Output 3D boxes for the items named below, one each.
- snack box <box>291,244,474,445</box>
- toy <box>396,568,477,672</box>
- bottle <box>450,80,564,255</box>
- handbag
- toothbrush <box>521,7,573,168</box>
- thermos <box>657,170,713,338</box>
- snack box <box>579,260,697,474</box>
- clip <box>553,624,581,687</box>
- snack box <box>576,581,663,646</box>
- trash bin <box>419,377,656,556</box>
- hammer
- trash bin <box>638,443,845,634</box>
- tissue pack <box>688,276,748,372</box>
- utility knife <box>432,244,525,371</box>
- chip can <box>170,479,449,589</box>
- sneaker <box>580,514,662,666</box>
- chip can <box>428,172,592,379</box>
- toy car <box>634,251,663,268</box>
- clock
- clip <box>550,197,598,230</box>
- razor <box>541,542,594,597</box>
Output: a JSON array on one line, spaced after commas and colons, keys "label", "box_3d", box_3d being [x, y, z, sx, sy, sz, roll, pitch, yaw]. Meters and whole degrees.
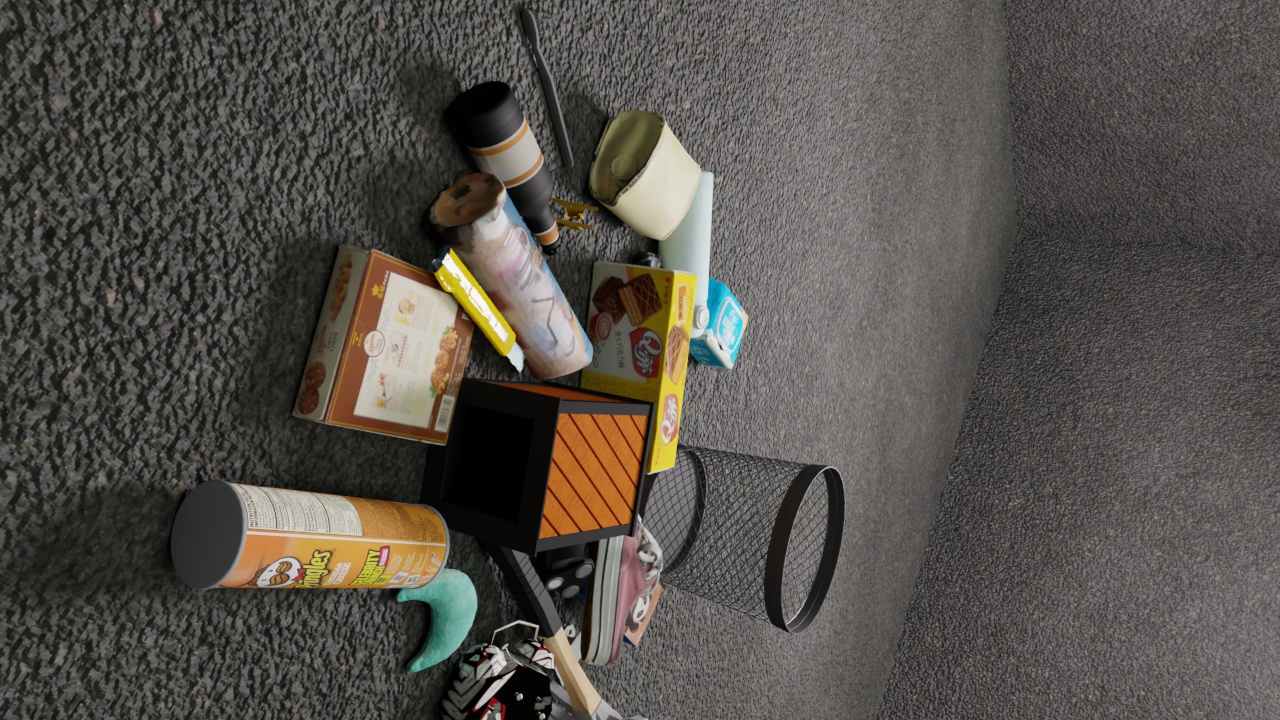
[{"label": "snack box", "box_3d": [-0.209, -0.009, 0.779, 0.147, 0.041, 0.143, 22, 80, -59]}, {"label": "toy", "box_3d": [-0.196, 0.244, 0.890, 0.084, 0.033, 0.105, -26, 122, -41]}, {"label": "bottle", "box_3d": [-0.115, -0.172, 0.871, 0.059, 0.059, 0.182, -60, 144, -30]}, {"label": "handbag", "box_3d": [0.003, -0.210, 1.043, 0.119, 0.081, 0.111, 34, 77, -59]}, {"label": "toothbrush", "box_3d": [-0.092, -0.271, 0.926, 0.013, 0.013, 0.167, -58, 144, -46]}, {"label": "thermos", "box_3d": [0.055, -0.133, 1.154, 0.065, 0.078, 0.207, -7, 103, -46]}, {"label": "snack box", "box_3d": [-0.006, 0.006, 1.056, 0.061, 0.110, 0.230, -3, 102, -60]}, {"label": "clip", "box_3d": [-0.080, 0.350, 1.107, 0.058, 0.050, 0.102, -41, 135, -30]}, {"label": "snack box", "box_3d": [-0.024, 0.300, 1.190, 0.087, 0.034, 0.151, -62, 144, -27]}, {"label": "trash bin", "box_3d": [-0.097, 0.096, 0.901, 0.171, 0.140, 0.139, 7, 93, -60]}, {"label": "hammer", "box_3d": [-0.096, 0.306, 1.011, 0.039, 0.131, 0.328, -48, 128, -42]}, {"label": "trash bin", "box_3d": [0.127, 0.226, 1.231, 0.217, 0.228, 0.218, -25, 119, -55]}, {"label": "tissue pack", "box_3d": [0.099, -0.049, 1.265, 0.144, 0.062, 0.092, 41, 64, -55]}, {"label": "utility knife", "box_3d": [-0.141, -0.041, 0.826, 0.030, 0.017, 0.179, -63, 146, -23]}, {"label": "chip can", "box_3d": [-0.249, 0.142, 0.723, 0.215, 0.075, 0.075, 24, 78, -59]}, {"label": "sneaker", "box_3d": [-0.016, 0.238, 1.085, 0.118, 0.087, 0.241, 148, -52, -75]}, {"label": "chip can", "box_3d": [-0.117, -0.069, 0.882, 0.079, 0.080, 0.230, -61, 144, -29]}, {"label": "toy car", "box_3d": [0.003, -0.077, 1.122, 0.046, 0.034, 0.112, 3, 95, -60]}, {"label": "clock", "box_3d": [-0.139, 0.344, 0.948, 0.114, 0.065, 0.155, 9, 98, -44]}, {"label": "clip", "box_3d": [-0.072, -0.148, 0.970, 0.049, 0.054, 0.044, 102, -2, -49]}, {"label": "razor", "box_3d": [-0.075, 0.190, 1.058, 0.057, 0.060, 0.156, 41, 44, -43]}]
